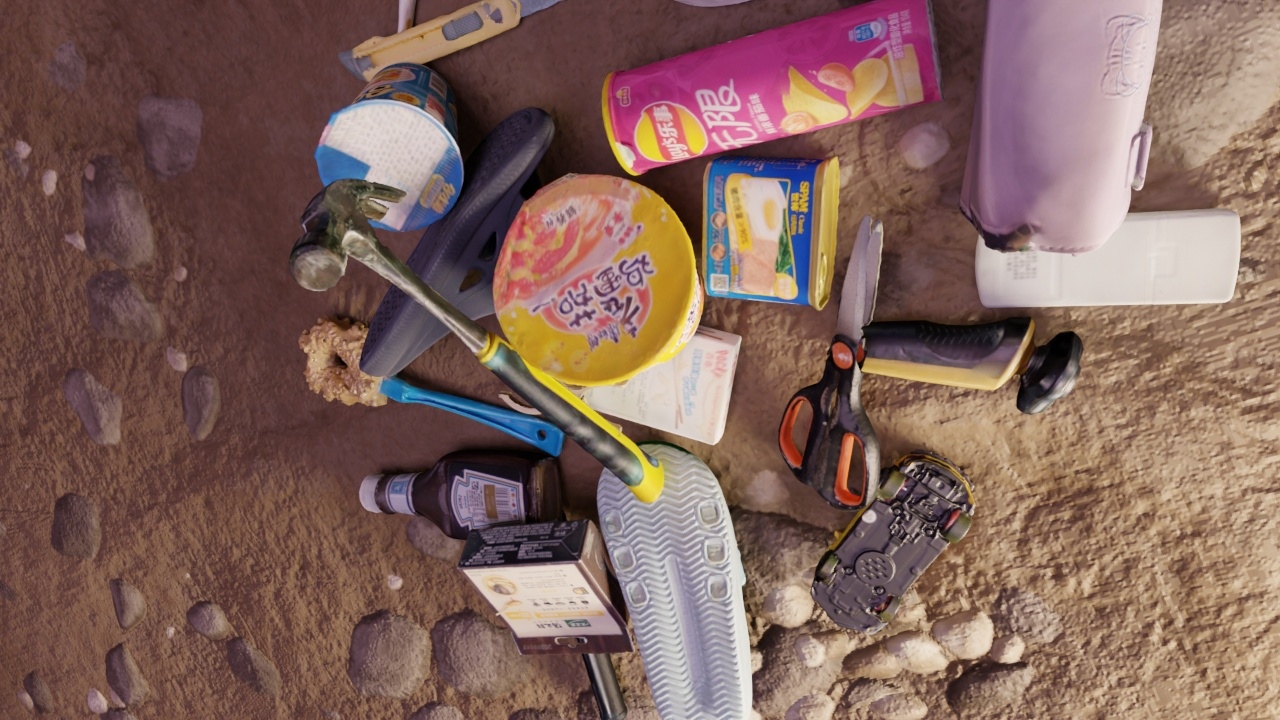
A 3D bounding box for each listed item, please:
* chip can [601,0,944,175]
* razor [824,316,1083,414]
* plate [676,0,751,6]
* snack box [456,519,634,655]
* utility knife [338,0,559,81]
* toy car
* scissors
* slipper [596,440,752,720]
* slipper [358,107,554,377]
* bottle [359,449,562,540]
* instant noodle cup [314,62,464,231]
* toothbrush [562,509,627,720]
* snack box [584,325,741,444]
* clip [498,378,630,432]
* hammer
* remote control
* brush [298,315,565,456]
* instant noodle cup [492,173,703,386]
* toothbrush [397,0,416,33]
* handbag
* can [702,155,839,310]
[{"bbox_3d":[0.083,-0.178,0.594,0.211,0.071,0.071,-9,106,23],"label":"chip can"},{"bbox_3d":[0.209,0.000,0.628,0.168,0.062,0.068,6,122,25],"label":"razor"},{"bbox_3d":[0.045,-0.329,0.566,0.205,0.045,0.205,7,111,19],"label":"plate"},{"bbox_3d":[-0.073,0.191,0.765,0.113,0.053,0.126,-8,133,22],"label":"snack box"},{"bbox_3d":[-0.129,-0.248,0.675,0.211,0.021,0.031,-16,115,13],"label":"utility knife"},{"bbox_3d":[0.186,0.137,0.692,0.071,0.041,0.156,32,113,7],"label":"toy car"},{"bbox_3d":[0.128,0.000,0.635,0.142,0.021,0.235,15,122,54],"label":"scissors"},{"bbox_3d":[0.039,0.183,0.745,0.104,0.074,0.245,-13,88,18],"label":"slipper"},{"bbox_3d":[-0.127,-0.078,0.709,0.083,0.110,0.269,28,123,-24],"label":"slipper"},{"bbox_3d":[-0.163,0.119,0.815,0.195,0.044,0.080,-3,94,25],"label":"bottle"},{"bbox_3d":[-0.173,-0.164,0.665,0.099,0.109,0.099,-2,128,-2],"label":"instant noodle cup"},{"bbox_3d":[-0.050,0.229,0.826,0.027,0.026,0.213,-6,104,36],"label":"toothbrush"},{"bbox_3d":[-0.004,0.004,0.722,0.157,0.026,0.085,15,114,15],"label":"snack box"},{"bbox_3d":[-0.059,0.025,0.718,0.100,0.034,0.072,15,114,11],"label":"clip"},{"bbox_3d":[-0.093,-0.003,0.628,0.032,0.126,0.323,-35,123,20],"label":"hammer"},{"bbox_3d":[0.294,-0.064,0.586,0.150,0.021,0.058,0,110,20],"label":"remote control"},{"bbox_3d":[-0.183,0.029,0.797,0.255,0.045,0.083,19,111,9],"label":"brush"},{"bbox_3d":[-0.018,-0.050,0.643,0.138,0.109,0.138,-1,87,15],"label":"instant noodle cup"},{"bbox_3d":[-0.187,-0.242,0.704,0.018,0.016,0.192,26,118,19],"label":"toothbrush"},{"bbox_3d":[0.231,-0.167,0.502,0.098,0.144,0.197,7,113,21],"label":"handbag"},{"bbox_3d":[0.090,-0.091,0.634,0.083,0.057,0.102,8,112,21],"label":"can"}]
